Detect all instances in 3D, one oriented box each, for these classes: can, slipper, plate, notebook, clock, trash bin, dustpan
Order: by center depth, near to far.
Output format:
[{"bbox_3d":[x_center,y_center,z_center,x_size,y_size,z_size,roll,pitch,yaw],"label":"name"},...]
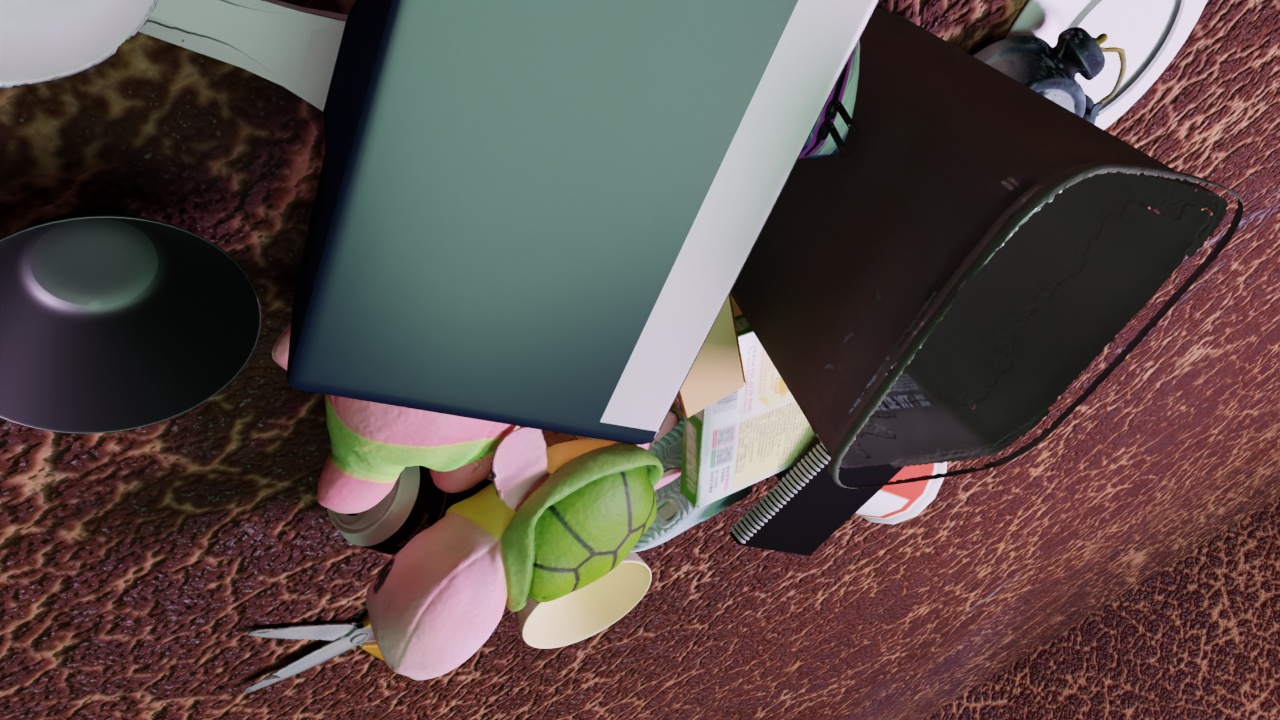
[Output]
[{"bbox_3d":[-0.080,-0.100,0.370,0.272,0.080,0.237,12,119,-26],"label":"dustpan"},{"bbox_3d":[0.145,-0.080,0.510,0.197,0.220,0.198,-1,134,-37],"label":"trash bin"},{"bbox_3d":[0.265,-0.175,0.623,0.129,0.052,0.090,-23,143,4],"label":"clock"},{"bbox_3d":[-0.144,0.103,0.627,0.072,0.072,0.128,-40,144,9],"label":"can"},{"bbox_3d":[0.337,-0.227,0.663,0.208,0.015,0.209,-21,143,-17],"label":"plate"},{"bbox_3d":[0.173,0.073,0.705,0.207,0.016,0.149,-47,148,13],"label":"notebook"},{"bbox_3d":[0.057,0.068,0.722,0.245,0.104,0.074,-36,142,-4],"label":"slipper"}]

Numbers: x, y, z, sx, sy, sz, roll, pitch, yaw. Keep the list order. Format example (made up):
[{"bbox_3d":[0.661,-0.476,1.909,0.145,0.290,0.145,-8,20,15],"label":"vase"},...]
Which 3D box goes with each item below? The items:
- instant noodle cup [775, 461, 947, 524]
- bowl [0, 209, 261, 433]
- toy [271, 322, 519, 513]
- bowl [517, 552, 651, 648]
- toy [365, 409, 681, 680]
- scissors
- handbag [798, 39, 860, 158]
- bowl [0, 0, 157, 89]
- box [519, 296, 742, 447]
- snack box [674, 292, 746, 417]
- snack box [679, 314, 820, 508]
[{"bbox_3d":[0.188,0.079,0.828,0.121,0.123,0.124,16,123,-38],"label":"instant noodle cup"},{"bbox_3d":[-0.241,-0.029,0.411,0.124,0.052,0.124,-21,143,-17],"label":"bowl"},{"bbox_3d":[-0.101,-0.015,0.501,0.191,0.097,0.237,-12,140,-47],"label":"toy"},{"bbox_3d":[-0.060,0.179,0.780,0.117,0.074,0.118,-21,143,-17],"label":"bowl"},{"bbox_3d":[-0.062,0.107,0.580,0.237,0.087,0.191,-27,155,-31],"label":"toy"},{"bbox_3d":[-0.213,0.229,0.769,0.225,0.016,0.225,-27,144,-8],"label":"scissors"},{"bbox_3d":[0.042,-0.174,0.408,0.067,0.145,0.170,-18,116,-33],"label":"handbag"},{"bbox_3d":[-0.211,-0.149,0.282,0.113,0.063,0.114,-20,141,-18],"label":"bowl"},{"bbox_3d":[0.004,0.010,0.660,0.188,0.091,0.083,-38,180,8],"label":"box"},{"bbox_3d":[0.006,-0.043,0.525,0.040,0.125,0.088,-29,145,-7],"label":"snack box"},{"bbox_3d":[0.103,0.018,0.635,0.167,0.027,0.132,-19,128,-28],"label":"snack box"}]
